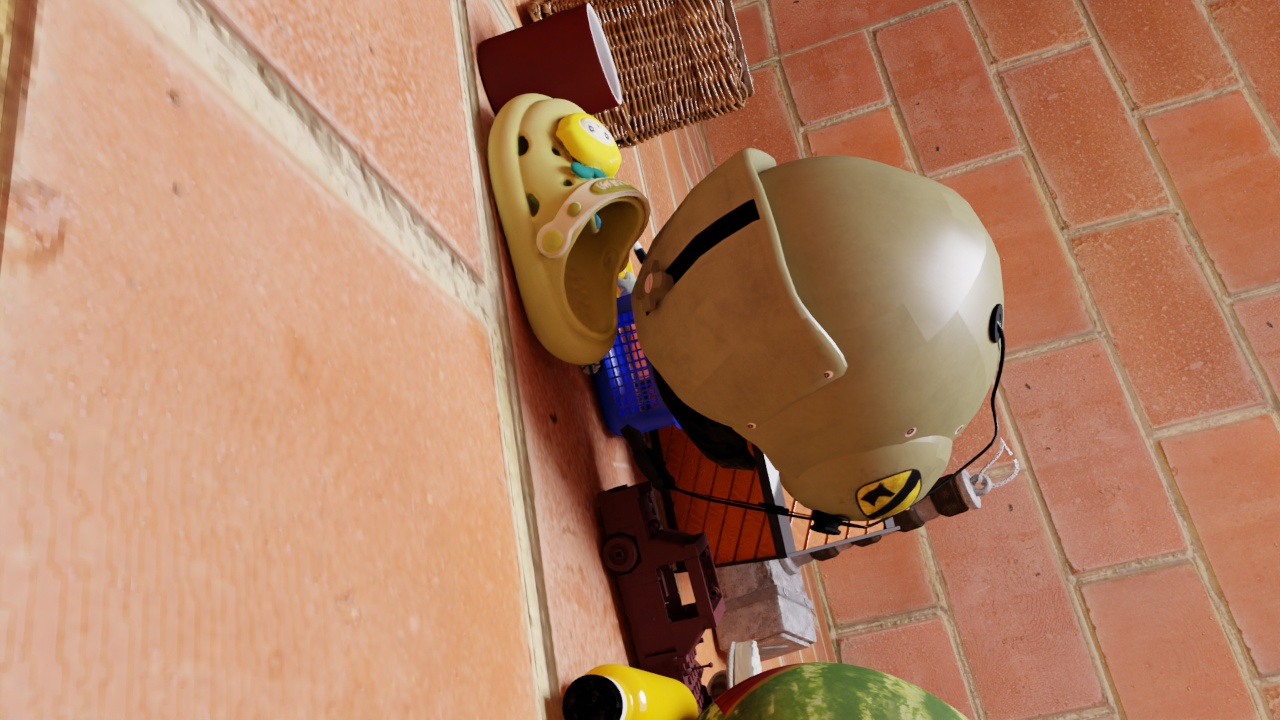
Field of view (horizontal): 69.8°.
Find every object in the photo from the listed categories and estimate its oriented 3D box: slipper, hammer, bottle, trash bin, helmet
[{"bbox_3d":[-0.040,-0.094,0.593,0.091,0.082,0.190,9,67,-52],"label":"slipper"},{"bbox_3d":[0.073,0.325,0.679,0.114,0.052,0.263,-77,162,-67],"label":"slipper"},{"bbox_3d":[0.210,0.166,0.898,0.079,0.327,0.176,34,38,-46],"label":"hammer"},{"bbox_3d":[-0.005,0.189,0.496,0.144,0.043,0.043,54,23,-62],"label":"bottle"},{"bbox_3d":[0.107,0.081,0.802,0.139,0.140,0.171,-3,77,-38],"label":"trash bin"},{"bbox_3d":[0.105,-0.022,0.611,0.233,0.256,0.249,68,10,-51],"label":"helmet"},{"bbox_3d":[0.113,0.283,0.486,0.243,0.214,0.246,58,21,6],"label":"helmet"}]

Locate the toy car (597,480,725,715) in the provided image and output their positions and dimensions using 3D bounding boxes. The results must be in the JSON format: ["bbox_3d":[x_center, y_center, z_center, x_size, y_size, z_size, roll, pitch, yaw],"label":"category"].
[{"bbox_3d":[0.021,0.164,0.617,0.070,0.062,0.169,12,63,-78],"label":"toy car"}]

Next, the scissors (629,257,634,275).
[{"bbox_3d":[-0.007,-0.072,0.965,0.125,0.011,0.131,-21,97,-78],"label":"scissors"}]

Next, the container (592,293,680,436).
[{"bbox_3d":[-0.004,0.004,0.733,0.096,0.058,0.114,7,68,-79],"label":"container"}]

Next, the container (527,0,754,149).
[{"bbox_3d":[0.010,-0.318,0.935,0.249,0.183,0.162,-84,158,-63],"label":"container"}]

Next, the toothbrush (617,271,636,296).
[{"bbox_3d":[-0.041,-0.068,0.683,0.154,0.015,0.022,13,94,-63],"label":"toothbrush"}]

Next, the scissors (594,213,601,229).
[{"bbox_3d":[-0.046,-0.151,0.857,0.145,0.019,0.133,-53,129,-79],"label":"scissors"}]

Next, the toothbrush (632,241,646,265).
[{"bbox_3d":[0.007,-0.098,0.946,0.186,0.012,0.017,60,6,10],"label":"toothbrush"}]

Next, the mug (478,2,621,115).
[{"bbox_3d":[-0.066,-0.220,0.672,0.073,0.083,0.105,61,17,-51],"label":"mug"}]

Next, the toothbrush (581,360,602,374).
[{"bbox_3d":[-0.057,-0.071,0.688,0.014,0.014,0.167,-14,88,-70],"label":"toothbrush"}]

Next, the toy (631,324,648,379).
[{"bbox_3d":[0.022,0.006,0.890,0.090,0.051,0.110,44,33,-67],"label":"toy"}]

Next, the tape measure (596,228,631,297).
[{"bbox_3d":[-0.029,-0.091,0.825,0.068,0.030,0.058,60,17,-61],"label":"tape measure"}]
